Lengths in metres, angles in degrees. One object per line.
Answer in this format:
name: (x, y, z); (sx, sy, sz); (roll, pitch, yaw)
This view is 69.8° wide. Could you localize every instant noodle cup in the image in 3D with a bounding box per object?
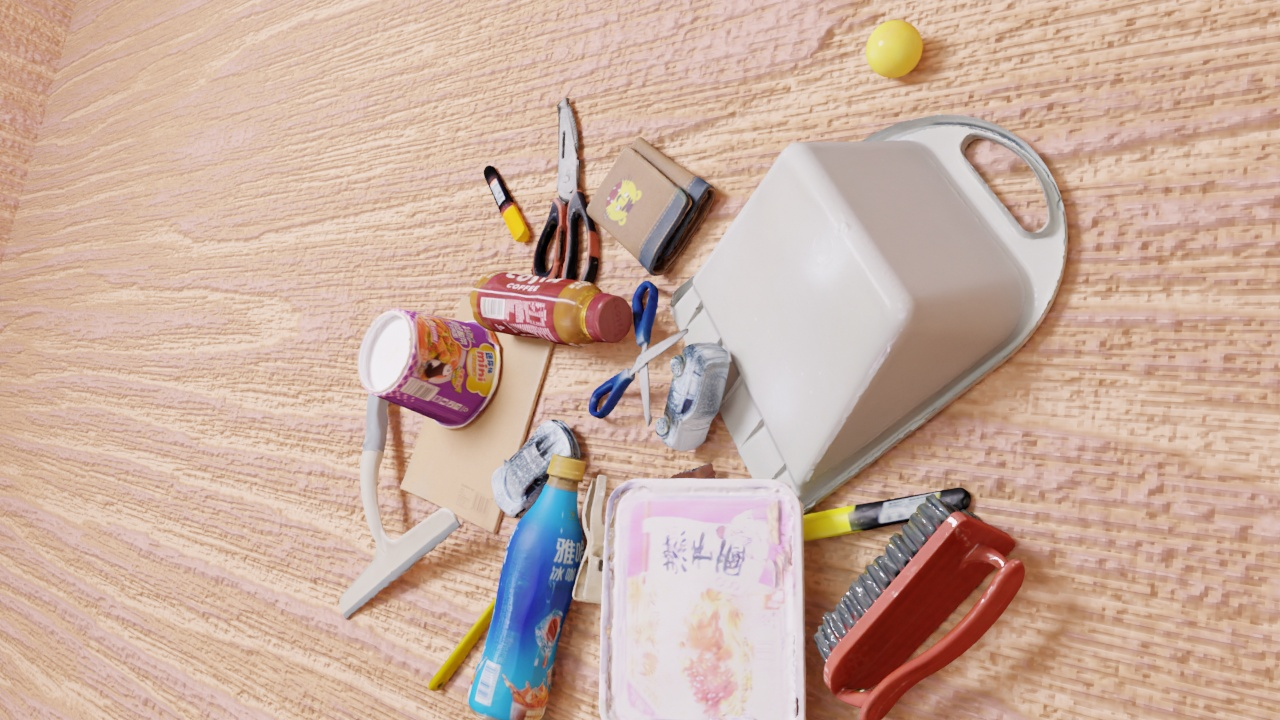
instant noodle cup: (0.045, 0.171, 0.633); (0.138, 0.060, 0.173); (-2, 74, 13)
instant noodle cup: (-0.209, 0.002, 0.884); (0.112, 0.099, 0.111); (-15, 66, 37)

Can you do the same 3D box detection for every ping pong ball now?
ping pong ball: (0.185, -0.228, 0.671); (0.040, 0.040, 0.040); (-13, 69, 37)

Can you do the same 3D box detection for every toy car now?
toy car: (0.042, 0.030, 0.700); (0.034, 0.042, 0.091); (41, 124, 45)
toy car: (-0.097, 0.097, 0.817); (0.106, 0.031, 0.049); (-46, 60, 21)

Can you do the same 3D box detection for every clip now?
clip: (-0.031, 0.144, 0.735); (0.076, 0.035, 0.100); (140, 143, -67)

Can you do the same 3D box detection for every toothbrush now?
toothbrush: (-0.139, 0.227, 0.828); (0.190, 0.015, 0.016); (-55, 45, 14)

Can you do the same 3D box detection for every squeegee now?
squeegee: (-0.270, 0.105, 0.946); (0.247, 0.039, 0.246); (-40, 49, 38)

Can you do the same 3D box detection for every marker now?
marker: (-0.139, -0.163, 0.947); (0.018, 0.015, 0.123); (-45, 50, 19)
marker: (0.159, 0.103, 0.614); (0.124, 0.015, 0.018); (-19, 60, 32)

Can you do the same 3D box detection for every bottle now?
bottle: (-0.087, 0.187, 0.763); (0.065, 0.065, 0.218); (9, 82, 42)
bottle: (-0.081, -0.045, 0.812); (0.175, 0.057, 0.057); (11, 85, 45)

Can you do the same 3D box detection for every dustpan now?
dustpan: (0.162, -0.047, 0.659); (0.222, 0.142, 0.258); (66, 148, 32)

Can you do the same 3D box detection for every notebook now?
notebook: (-0.160, 0.047, 0.902); (0.150, 0.012, 0.211); (15, 87, 41)

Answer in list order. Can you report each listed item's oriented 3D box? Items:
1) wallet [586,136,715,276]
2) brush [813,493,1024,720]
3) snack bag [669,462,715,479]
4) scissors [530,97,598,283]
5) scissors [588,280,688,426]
wallet: (0.007, -0.138, 0.804); (0.090, 0.033, 0.115); (-56, 46, 14)
brush: (0.165, 0.156, 0.559); (0.146, 0.063, 0.069); (-54, 37, 16)
snack bag: (0.044, 0.132, 0.694); (0.045, 0.026, 0.105); (-22, 62, 35)
scissors: (-0.081, -0.157, 0.894); (0.177, 0.015, 0.210); (-51, 51, 18)
scissors: (-0.003, 0.000, 0.745); (0.163, 0.012, 0.175); (-51, 26, 39)
